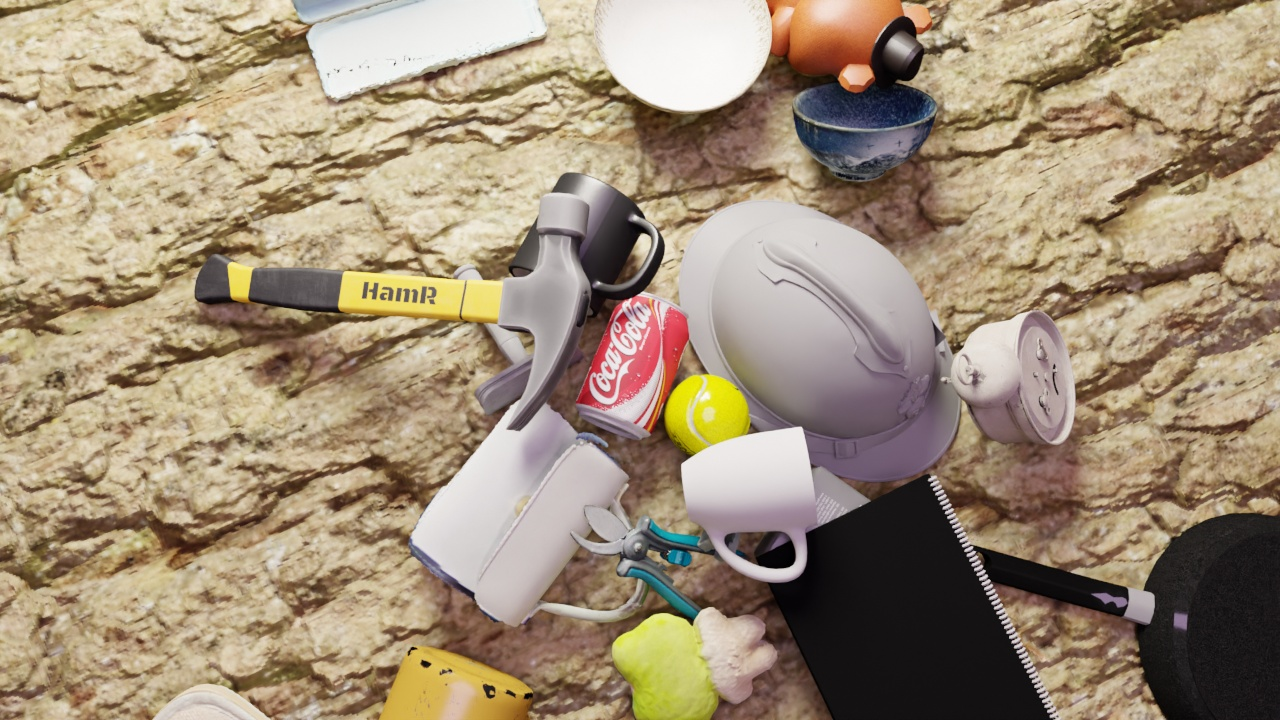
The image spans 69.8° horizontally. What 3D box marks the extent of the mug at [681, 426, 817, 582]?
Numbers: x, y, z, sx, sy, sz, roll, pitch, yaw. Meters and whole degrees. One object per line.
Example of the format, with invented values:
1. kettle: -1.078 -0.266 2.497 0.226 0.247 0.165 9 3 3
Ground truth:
1. mug: 0.080 0.107 0.662 0.089 0.071 0.107 -9 79 6

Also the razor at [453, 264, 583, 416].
1. razor: -0.113 -0.027 0.730 0.088 0.047 0.116 -32 75 -8

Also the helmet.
1. helmet: 0.153 -0.026 0.704 0.271 0.118 0.183 45 80 3

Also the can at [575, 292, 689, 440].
1. can: -0.004 0.004 0.716 0.064 0.064 0.104 22 79 0

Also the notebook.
1. notebook: 0.197 0.207 0.669 0.149 0.016 0.206 -25 82 -6

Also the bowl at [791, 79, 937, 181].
1. bowl: 0.181 -0.184 0.756 0.114 0.061 0.114 -2 35 1

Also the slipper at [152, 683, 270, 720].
1. slipper: -0.247 0.342 0.650 0.272 0.054 0.114 43 75 5

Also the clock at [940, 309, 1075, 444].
1. clock: 0.277 0.014 0.706 0.156 0.061 0.103 9 76 -43

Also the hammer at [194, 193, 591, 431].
1. hammer: -0.195 -0.045 0.689 0.325 0.034 0.169 5 85 15

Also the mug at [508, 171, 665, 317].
1. mug: -0.035 -0.085 0.714 0.114 0.078 0.088 21 77 32

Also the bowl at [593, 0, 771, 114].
1. bowl: 0.033 -0.263 0.766 0.145 0.063 0.145 0 80 -2

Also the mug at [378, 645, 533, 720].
1. mug: -0.126 0.265 0.650 0.123 0.101 0.094 28 75 -28

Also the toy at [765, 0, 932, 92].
1. toy: 0.158 -0.286 0.761 0.112 0.096 0.176 -42 53 -10

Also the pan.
1. pan: 0.426 0.202 0.719 0.355 0.044 0.204 16 79 -2

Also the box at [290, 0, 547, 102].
1. box: -0.187 -0.305 0.759 0.197 0.074 0.126 -20 101 -5

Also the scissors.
1. scissors: 0.021 0.154 0.694 0.155 0.019 0.124 -14 96 -24

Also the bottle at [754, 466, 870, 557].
1. bottle: 0.184 0.165 0.708 0.174 0.046 0.083 34 80 3

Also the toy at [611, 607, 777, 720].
1. toy: 0.043 0.226 0.687 0.118 0.043 0.092 -21 92 -3

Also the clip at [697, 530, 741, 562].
1. clip: 0.069 0.117 0.708 0.042 0.023 0.075 38 54 -15

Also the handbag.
1. handbag: -0.064 0.131 0.688 0.176 0.074 0.151 40 79 -6

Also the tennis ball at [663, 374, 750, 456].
1. tennis ball: 0.051 0.044 0.712 0.065 0.065 0.065 1 80 -4
